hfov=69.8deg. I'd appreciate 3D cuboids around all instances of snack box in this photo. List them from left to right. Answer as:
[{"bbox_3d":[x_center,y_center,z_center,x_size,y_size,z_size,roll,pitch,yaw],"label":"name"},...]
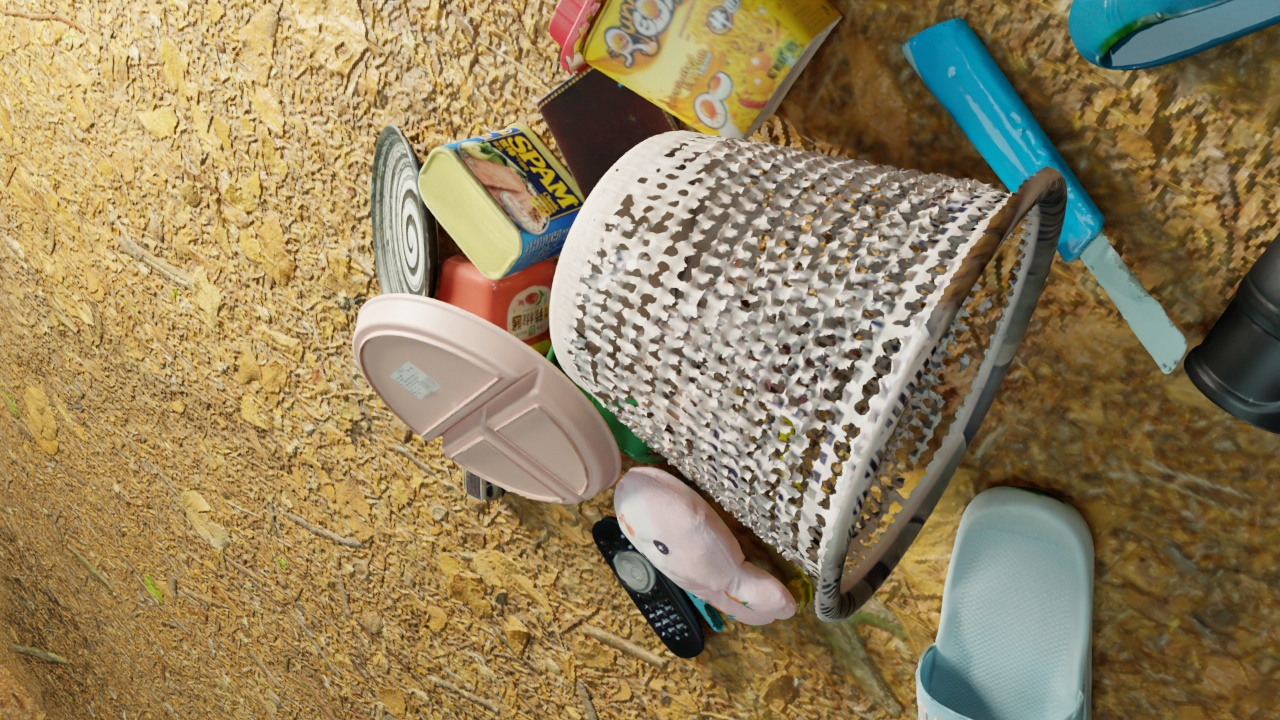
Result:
[{"bbox_3d":[-0.110,-0.042,0.699,0.082,0.091,0.080,19,115,27],"label":"snack box"}]

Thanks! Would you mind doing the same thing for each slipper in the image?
[{"bbox_3d":[0.225,0.195,0.570,0.104,0.074,0.246,13,115,31],"label":"slipper"}]

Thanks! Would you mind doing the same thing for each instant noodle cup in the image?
[{"bbox_3d":[0.034,-0.191,0.509,0.123,0.115,0.116,38,130,2],"label":"instant noodle cup"}]

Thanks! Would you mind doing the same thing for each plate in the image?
[{"bbox_3d":[-0.185,-0.097,0.732,0.179,0.024,0.179,25,118,59],"label":"plate"},{"bbox_3d":[-0.121,0.039,0.688,0.229,0.028,0.230,24,150,14],"label":"plate"}]

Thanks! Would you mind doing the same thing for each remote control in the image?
[{"bbox_3d":[0.010,0.185,0.762,0.053,0.024,0.136,-37,87,45],"label":"remote control"}]

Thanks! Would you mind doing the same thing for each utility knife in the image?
[{"bbox_3d":[0.207,-0.086,0.467,0.034,0.018,0.216,-39,78,38],"label":"utility knife"}]

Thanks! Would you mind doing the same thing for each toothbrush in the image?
[{"bbox_3d":[0.106,0.096,0.650,0.016,0.016,0.190,6,115,34],"label":"toothbrush"}]

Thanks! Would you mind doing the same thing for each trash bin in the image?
[{"bbox_3d":[0.070,-0.016,0.463,0.192,0.226,0.228,28,126,27],"label":"trash bin"}]

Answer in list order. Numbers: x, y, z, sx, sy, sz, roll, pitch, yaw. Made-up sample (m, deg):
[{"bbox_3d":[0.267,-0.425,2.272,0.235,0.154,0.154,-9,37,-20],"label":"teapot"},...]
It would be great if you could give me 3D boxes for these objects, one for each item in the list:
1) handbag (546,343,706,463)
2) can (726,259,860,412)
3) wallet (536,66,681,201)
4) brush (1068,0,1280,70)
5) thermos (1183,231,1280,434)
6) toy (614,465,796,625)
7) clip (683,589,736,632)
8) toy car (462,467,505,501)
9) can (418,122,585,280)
[{"bbox_3d":[-0.004,0.004,0.662,0.120,0.067,0.132,34,127,9],"label":"handbag"},{"bbox_3d":[0.069,-0.027,0.590,0.147,0.057,0.058,42,130,13],"label":"can"},{"bbox_3d":[-0.011,-0.141,0.622,0.097,0.020,0.122,-21,100,41],"label":"wallet"},{"bbox_3d":[0.251,-0.164,0.377,0.144,0.073,0.055,-15,98,41],"label":"brush"},{"bbox_3d":[0.334,-0.073,0.373,0.090,0.068,0.243,16,127,-3],"label":"thermos"},{"bbox_3d":[0.044,0.142,0.686,0.159,0.054,0.121,40,157,7],"label":"toy"},{"bbox_3d":[0.054,0.193,0.740,0.055,0.013,0.038,46,130,10],"label":"clip"},{"bbox_3d":[-0.137,0.083,0.816,0.042,0.035,0.091,21,120,25],"label":"toy car"},{"bbox_3d":[-0.095,-0.114,0.655,0.102,0.083,0.057,50,132,6],"label":"can"}]
